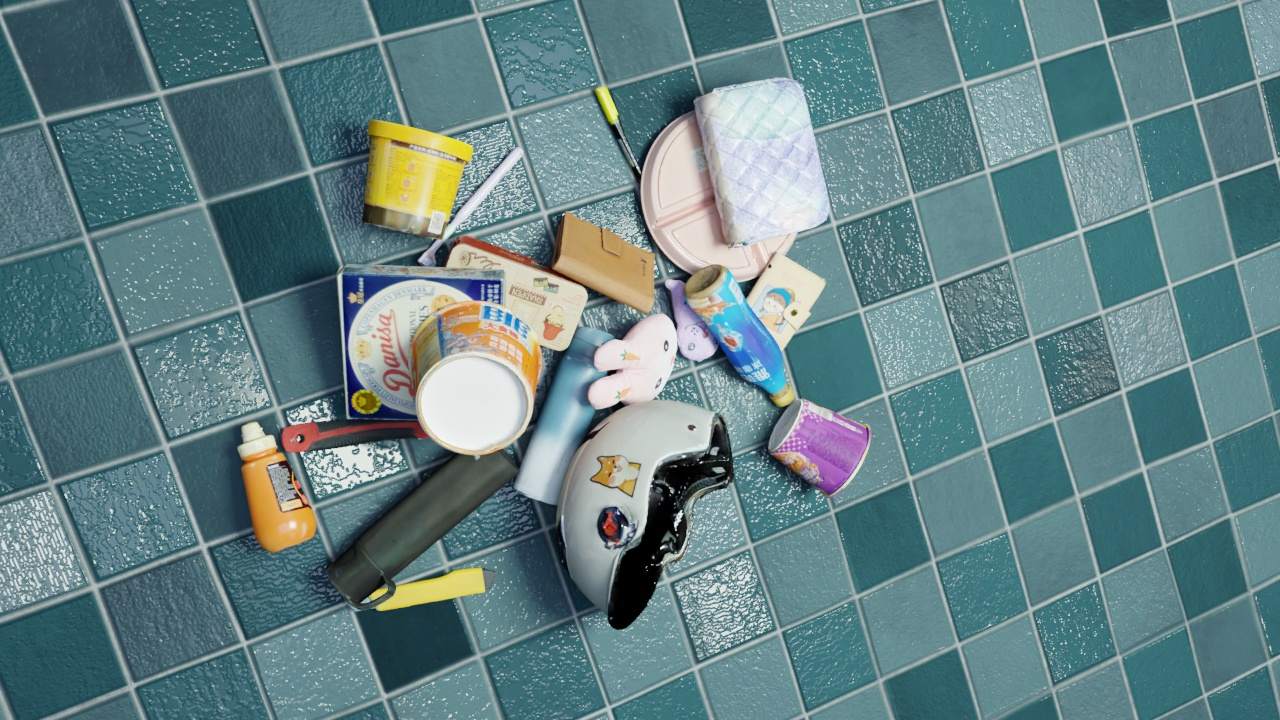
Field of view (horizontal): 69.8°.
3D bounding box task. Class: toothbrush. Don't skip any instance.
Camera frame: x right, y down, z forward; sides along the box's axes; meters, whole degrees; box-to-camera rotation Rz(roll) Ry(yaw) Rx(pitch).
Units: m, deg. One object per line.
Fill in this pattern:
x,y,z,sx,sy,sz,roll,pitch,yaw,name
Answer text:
-0.204,-0.187,1.114,0.021,0.029,0.189,34,81,25,toothbrush

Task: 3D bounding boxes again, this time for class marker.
-0.025,-0.287,1.157,0.015,0.018,0.124,-28,99,-11,marker

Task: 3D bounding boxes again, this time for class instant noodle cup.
-0.261,-0.204,1.053,0.118,0.118,0.114,11,96,-15,instant noodle cup
0.228,0.108,1.193,0.099,0.111,0.111,29,84,-4,instant noodle cup
-0.179,0.024,0.994,0.151,0.111,0.151,-3,115,-8,instant noodle cup

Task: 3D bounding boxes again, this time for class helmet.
-0.013,0.160,1.090,0.157,0.230,0.274,30,86,22,helmet

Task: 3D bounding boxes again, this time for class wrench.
-0.286,0.085,1.103,0.273,0.016,0.056,-1,92,-15,wrench

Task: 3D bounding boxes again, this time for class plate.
0.112,-0.215,1.180,0.229,0.028,0.229,0,89,-18,plate

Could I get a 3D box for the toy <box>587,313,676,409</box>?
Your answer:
-0.007,0.006,1.112,0.159,0.054,0.121,-23,130,-52,toy

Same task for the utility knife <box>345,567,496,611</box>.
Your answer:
-0.265,0.278,1.114,0.180,0.015,0.033,-7,89,-13,utility knife

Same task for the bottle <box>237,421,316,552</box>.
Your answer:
-0.423,0.141,1.049,0.066,0.067,0.149,-20,89,-13,bottle

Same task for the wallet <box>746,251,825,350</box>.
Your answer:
0.182,-0.074,1.201,0.087,0.024,0.115,29,102,-15,wallet

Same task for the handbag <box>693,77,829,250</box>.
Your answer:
0.149,-0.244,1.140,0.134,0.076,0.194,-13,92,-14,handbag

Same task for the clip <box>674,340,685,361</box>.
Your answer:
0.040,-0.025,1.184,0.047,0.014,0.057,-31,100,-14,clip

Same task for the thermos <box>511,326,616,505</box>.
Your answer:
-0.090,0.066,1.125,0.070,0.070,0.220,21,88,-14,thermos

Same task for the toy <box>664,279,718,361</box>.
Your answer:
0.072,-0.052,1.178,0.083,0.039,0.108,-7,87,-32,toy

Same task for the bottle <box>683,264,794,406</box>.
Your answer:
0.134,-0.024,1.165,0.065,0.065,0.219,-43,121,-10,bottle

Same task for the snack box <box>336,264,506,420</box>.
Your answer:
-0.247,-0.018,1.052,0.182,0.045,0.178,1,114,-8,snack box

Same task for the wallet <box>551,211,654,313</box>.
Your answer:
-0.042,-0.121,1.122,0.131,0.107,0.031,25,130,-20,wallet

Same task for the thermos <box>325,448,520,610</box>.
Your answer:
-0.249,0.192,1.076,0.242,0.090,0.068,-42,144,-6,thermos

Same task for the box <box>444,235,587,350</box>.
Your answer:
-0.156,-0.082,1.105,0.168,0.075,0.091,19,105,-14,box
